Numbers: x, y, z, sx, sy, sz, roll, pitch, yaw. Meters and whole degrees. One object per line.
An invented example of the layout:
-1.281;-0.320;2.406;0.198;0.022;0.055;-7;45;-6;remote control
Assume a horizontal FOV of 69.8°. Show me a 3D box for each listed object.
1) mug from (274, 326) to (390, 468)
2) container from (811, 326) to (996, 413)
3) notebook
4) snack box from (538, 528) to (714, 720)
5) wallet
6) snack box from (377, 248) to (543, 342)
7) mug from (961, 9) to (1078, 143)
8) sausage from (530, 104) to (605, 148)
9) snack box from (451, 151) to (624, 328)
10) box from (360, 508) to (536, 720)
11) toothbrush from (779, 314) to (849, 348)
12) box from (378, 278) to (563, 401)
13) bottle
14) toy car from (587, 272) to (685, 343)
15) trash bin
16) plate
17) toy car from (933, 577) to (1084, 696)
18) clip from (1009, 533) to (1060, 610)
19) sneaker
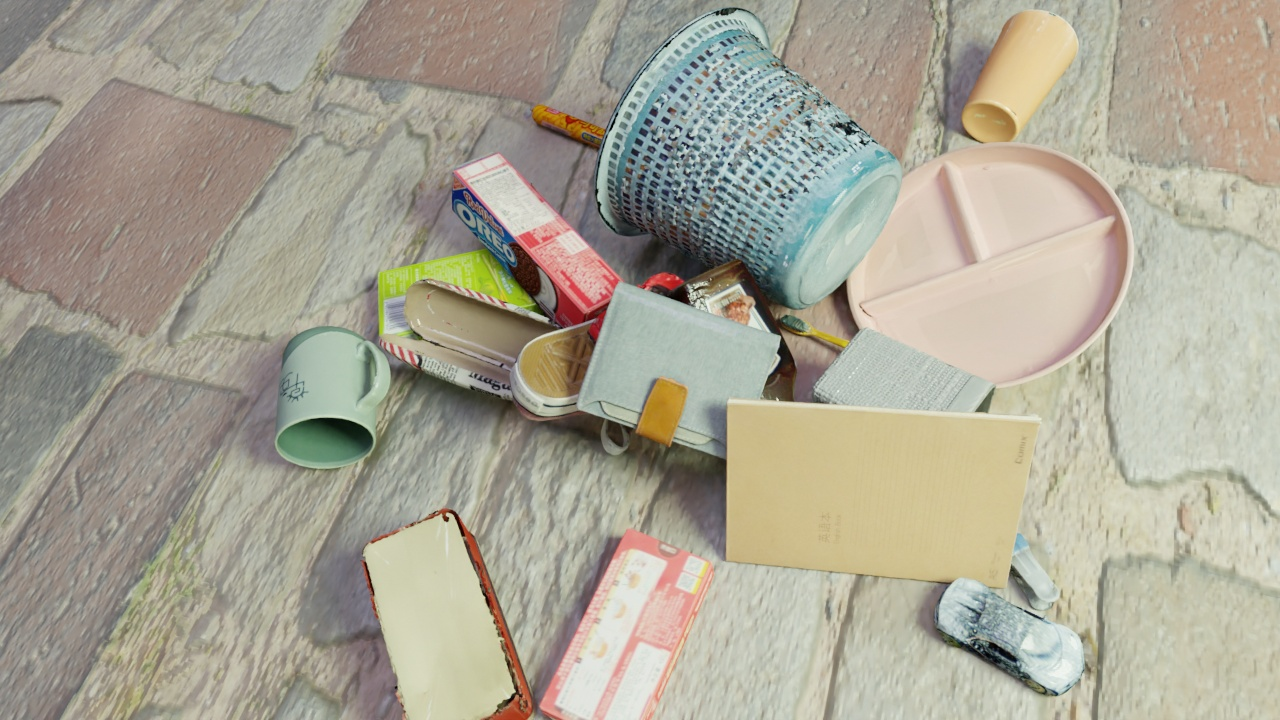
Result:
-0.265;0.024;0.808;0.112;0.082;0.106;-28;50;21;mug
0.203;0.042;0.729;0.114;0.090;0.090;32;67;28;container
0.169;0.098;0.672;0.211;0.150;0.012;3;29;11;notebook
-0.007;0.209;0.692;0.075;0.025;0.152;18;62;20;snack box
0.026;0.011;0.687;0.130;0.037;0.106;19;95;3;wallet
-0.176;-0.064;0.892;0.156;0.026;0.085;-13;57;1;snack box
0.374;-0.278;0.918;0.078;0.078;0.122;27;71;23;mug
-0.055;-0.245;0.991;0.165;0.021;0.021;27;65;23;sausage
-0.097;-0.108;0.860;0.058;0.057;0.207;-31;67;-29;snack box
-0.150;0.201;0.688;0.091;0.078;0.168;-24;57;-7;box
0.199;-0.006;0.781;0.191;0.018;0.016;25;87;35;toothbrush
-0.148;-0.011;0.813;0.162;0.076;0.086;20;31;4;box
0.091;0.019;0.733;0.079;0.044;0.195;-27;91;-29;bottle
0.006;-0.037;0.745;0.049;0.031;0.106;46;55;10;toy car
0.105;-0.155;0.796;0.226;0.227;0.195;-42;66;-17;trash bin
0.293;-0.080;0.786;0.230;0.028;0.229;-11;65;25;plate
0.264;0.196;0.655;0.105;0.031;0.048;26;67;21;toy car
0.289;0.158;0.684;0.025;0.036;0.057;-22;53;-8;clip
-0.005;0.005;0.789;0.240;0.088;0.118;-17;67;-28;sneaker
